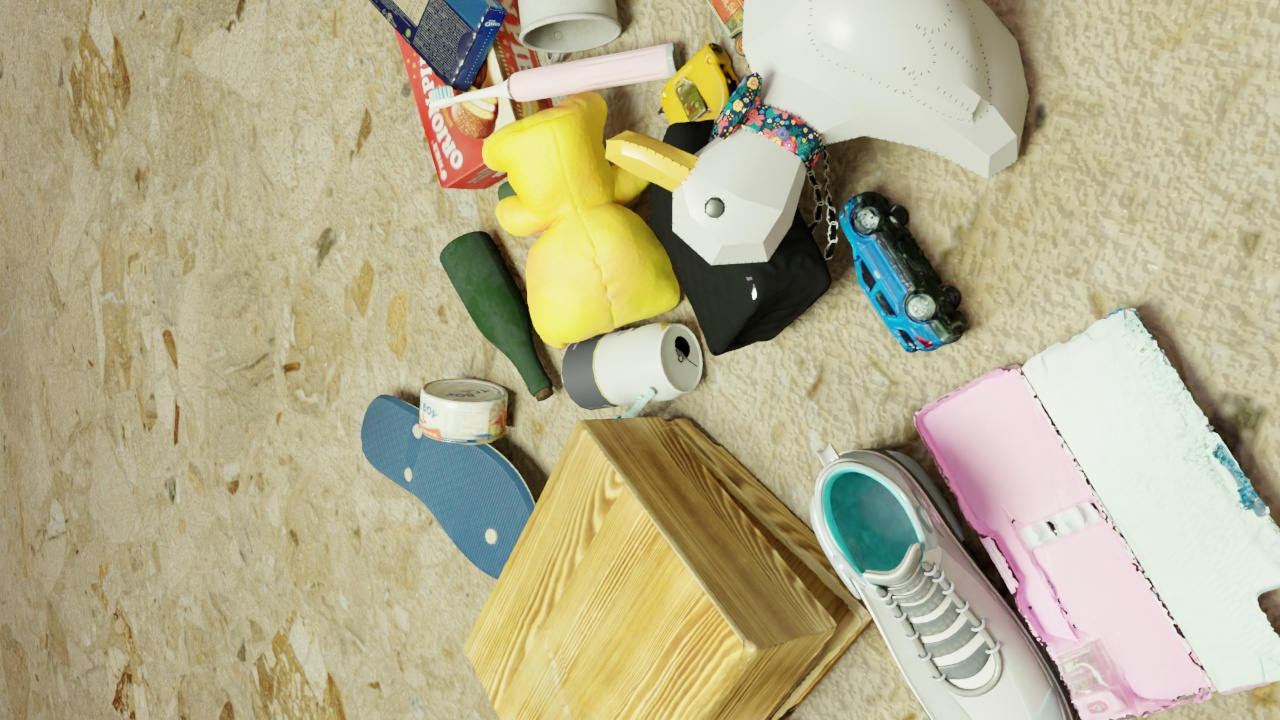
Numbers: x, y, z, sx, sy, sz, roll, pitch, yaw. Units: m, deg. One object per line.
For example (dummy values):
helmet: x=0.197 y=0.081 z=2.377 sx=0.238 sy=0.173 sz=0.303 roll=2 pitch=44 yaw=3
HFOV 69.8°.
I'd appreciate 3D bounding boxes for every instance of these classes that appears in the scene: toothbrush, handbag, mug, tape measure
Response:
toothbrush: x=-0.076 y=-0.232 z=0.761 sx=0.223 sy=0.027 sz=0.026 roll=-4 pitch=90 yaw=16
handbag: x=0.079 y=-0.092 z=0.682 sx=0.153 sy=0.114 sz=0.125 roll=64 pitch=155 yaw=18
mug: x=-0.066 y=-0.299 z=0.768 sx=0.113 sy=0.084 sz=0.070 roll=179 pitch=85 yaw=-71
tape measure: x=0.047 y=-0.203 z=0.719 sx=0.068 sy=0.030 sz=0.059 roll=-35 pitch=74 yaw=38

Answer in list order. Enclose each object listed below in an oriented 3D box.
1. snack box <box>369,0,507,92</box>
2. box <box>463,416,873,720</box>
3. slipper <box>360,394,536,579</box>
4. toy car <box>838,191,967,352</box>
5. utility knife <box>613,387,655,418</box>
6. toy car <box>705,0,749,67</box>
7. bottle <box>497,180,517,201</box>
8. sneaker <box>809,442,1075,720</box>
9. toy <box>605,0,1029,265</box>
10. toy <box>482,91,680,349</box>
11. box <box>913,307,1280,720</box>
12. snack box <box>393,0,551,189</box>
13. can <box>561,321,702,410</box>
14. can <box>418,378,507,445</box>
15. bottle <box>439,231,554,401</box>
snack box: x=-0.184 y=-0.316 z=0.807 sx=0.150 sy=0.027 sz=0.082 roll=49 pitch=121 yaw=19
box: x=0.007 y=0.216 z=0.758 sx=0.247 sy=0.175 sz=0.280 roll=48 pitch=125 yaw=35
slipper: x=-0.187 y=0.118 z=0.949 sx=0.295 sy=0.060 sz=0.118 roll=28 pitch=111 yaw=35
toy car: x=0.174 y=-0.059 z=0.625 sx=0.044 sy=0.056 sz=0.120 roll=-35 pitch=77 yaw=38
utility knife: x=-0.024 y=0.060 z=0.796 sx=0.022 sy=0.015 sz=0.169 roll=24 pitch=145 yaw=-8
toy car: x=0.082 y=-0.260 z=0.669 sx=0.047 sy=0.047 sz=0.112 roll=-39 pitch=75 yaw=37
bottle: x=-0.089 y=-0.165 z=0.838 sx=0.106 sy=0.025 sz=0.025 roll=-14 pitch=89 yaw=40
sneaker: x=0.190 y=0.167 z=0.579 sx=0.093 sy=0.160 sz=0.256 roll=-33 pitch=73 yaw=11
toy: x=0.123 y=-0.176 z=0.571 sx=0.246 sy=0.141 sz=0.267 roll=18 pitch=92 yaw=-4
toy: x=-0.044 y=-0.116 z=0.739 sx=0.087 sy=0.134 sz=0.194 roll=-157 pitch=48 yaw=-79
box: x=0.293 y=0.098 z=0.570 sx=0.160 sy=0.035 sz=0.230 roll=-36 pitch=75 yaw=36
snack box: x=-0.162 y=-0.288 z=0.852 sx=0.113 sy=0.060 sz=0.236 roll=-21 pitch=84 yaw=38
can: x=-0.005 y=0.005 z=0.774 sx=0.128 sy=0.064 sz=0.064 roll=-10 pitch=92 yaw=40
can: x=-0.174 y=0.049 z=0.906 sx=0.086 sy=0.086 sz=0.043 roll=17 pitch=108 yaw=36
bottle: x=-0.130 y=-0.039 z=0.876 sx=0.055 sy=0.055 sz=0.174 roll=-39 pitch=75 yaw=36
